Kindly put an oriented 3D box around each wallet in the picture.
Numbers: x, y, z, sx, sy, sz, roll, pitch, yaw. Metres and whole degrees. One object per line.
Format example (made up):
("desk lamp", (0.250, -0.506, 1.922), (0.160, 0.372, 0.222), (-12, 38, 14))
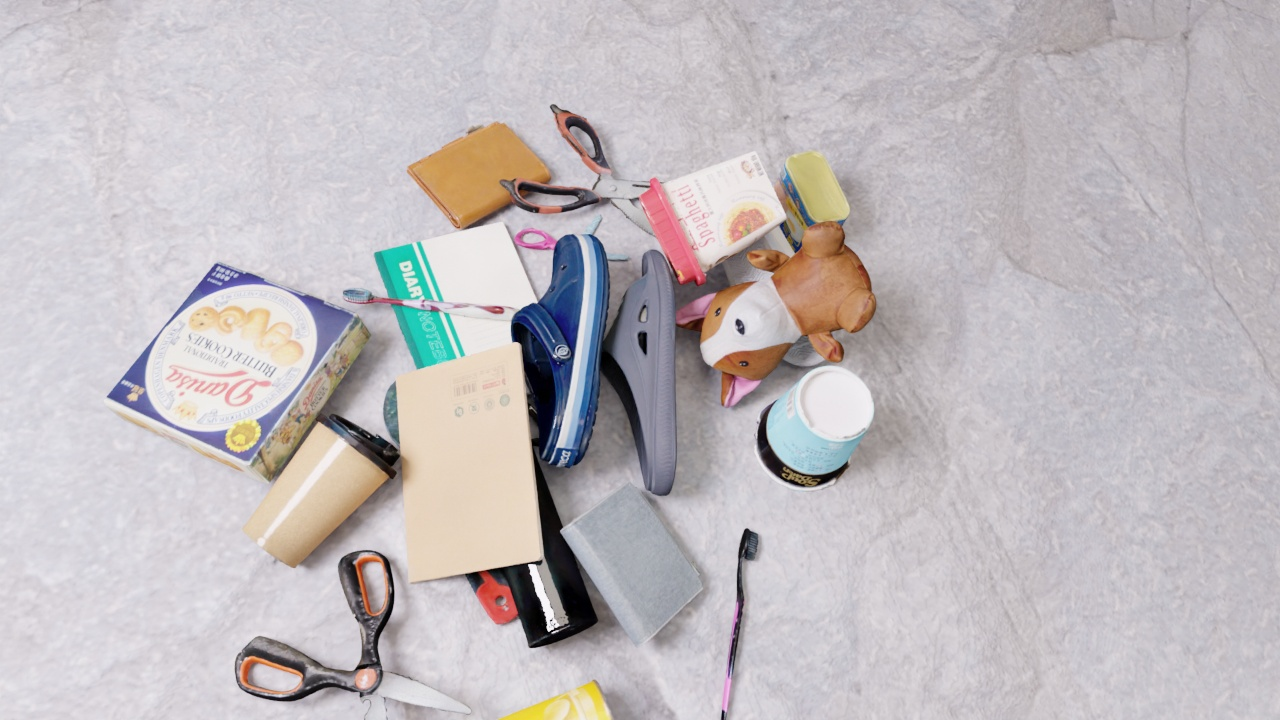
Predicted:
("wallet", (-0.186, -0.217, 1.055), (0.131, 0.031, 0.108), (-35, 74, -27))
("wallet", (-0.006, 0.191, 0.881), (0.106, 0.037, 0.129), (-31, 84, -43))

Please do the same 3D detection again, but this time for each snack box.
("snack box", (-0.390, 0.006, 0.899), (0.178, 0.046, 0.182), (19, 63, 17))

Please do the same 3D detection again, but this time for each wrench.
("wrench", (-0.190, 0.134, 0.907), (0.056, 0.016, 0.273), (-23, 70, -17))

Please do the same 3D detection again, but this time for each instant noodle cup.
("instant noodle cup", (0.182, 0.064, 0.932), (0.111, 0.121, 0.111), (3, 66, -7))
("instant noodle cup", (0.075, -0.149, 0.941), (0.124, 0.116, 0.116), (-26, 92, 3))

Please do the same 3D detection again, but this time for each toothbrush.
("toothbrush", (0.096, 0.256, 0.894), (0.017, 0.014, 0.188), (17, 65, -14))
("toothbrush", (-0.217, -0.060, 0.965), (0.187, 0.017, 0.016), (6, 64, -9))

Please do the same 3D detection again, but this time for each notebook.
("notebook", (-0.168, 0.097, 0.876), (0.148, 0.008, 0.207), (-15, 73, 21))
("notebook", (-0.182, -0.047, 0.985), (0.150, 0.012, 0.209), (-18, 70, -21))

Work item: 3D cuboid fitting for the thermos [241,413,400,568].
("thermos", (-0.300, 0.120, 0.863), (0.093, 0.093, 0.143), (35, 74, 8))

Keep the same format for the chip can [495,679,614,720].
("chip can", (-0.126, 0.348, 0.790), (0.213, 0.072, 0.072), (-17, 69, -16))

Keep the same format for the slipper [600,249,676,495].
("slipper", (-0.006, 0.006, 0.942), (0.083, 0.111, 0.267), (0, 69, -5))

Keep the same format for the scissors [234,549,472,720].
("scissors", (-0.252, 0.263, 0.806), (0.221, 0.022, 0.231), (-5, 52, 5))

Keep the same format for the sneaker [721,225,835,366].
("sneaker", (0.139, -0.102, 1.033), (0.090, 0.090, 0.242), (-30, 91, 15))

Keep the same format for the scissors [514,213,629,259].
("scissors", (-0.082, -0.123, 1.040), (0.135, 0.017, 0.133), (25, 61, 6))

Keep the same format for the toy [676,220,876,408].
("toy", (0.139, -0.045, 0.937), (0.200, 0.130, 0.140), (-28, 82, 23))

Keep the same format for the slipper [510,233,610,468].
("slipper", (-0.087, -0.013, 0.921), (0.095, 0.105, 0.252), (11, 60, -16))

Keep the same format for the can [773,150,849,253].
("can", (0.194, -0.178, 1.064), (0.057, 0.083, 0.102), (-15, 69, -14))

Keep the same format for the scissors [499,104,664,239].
("scissors", (-0.053, -0.204, 1.063), (0.223, 0.015, 0.188), (48, 61, 4))

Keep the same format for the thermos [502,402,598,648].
("thermos", (-0.104, 0.146, 0.888), (0.089, 0.069, 0.242), (-9, 66, -31))
